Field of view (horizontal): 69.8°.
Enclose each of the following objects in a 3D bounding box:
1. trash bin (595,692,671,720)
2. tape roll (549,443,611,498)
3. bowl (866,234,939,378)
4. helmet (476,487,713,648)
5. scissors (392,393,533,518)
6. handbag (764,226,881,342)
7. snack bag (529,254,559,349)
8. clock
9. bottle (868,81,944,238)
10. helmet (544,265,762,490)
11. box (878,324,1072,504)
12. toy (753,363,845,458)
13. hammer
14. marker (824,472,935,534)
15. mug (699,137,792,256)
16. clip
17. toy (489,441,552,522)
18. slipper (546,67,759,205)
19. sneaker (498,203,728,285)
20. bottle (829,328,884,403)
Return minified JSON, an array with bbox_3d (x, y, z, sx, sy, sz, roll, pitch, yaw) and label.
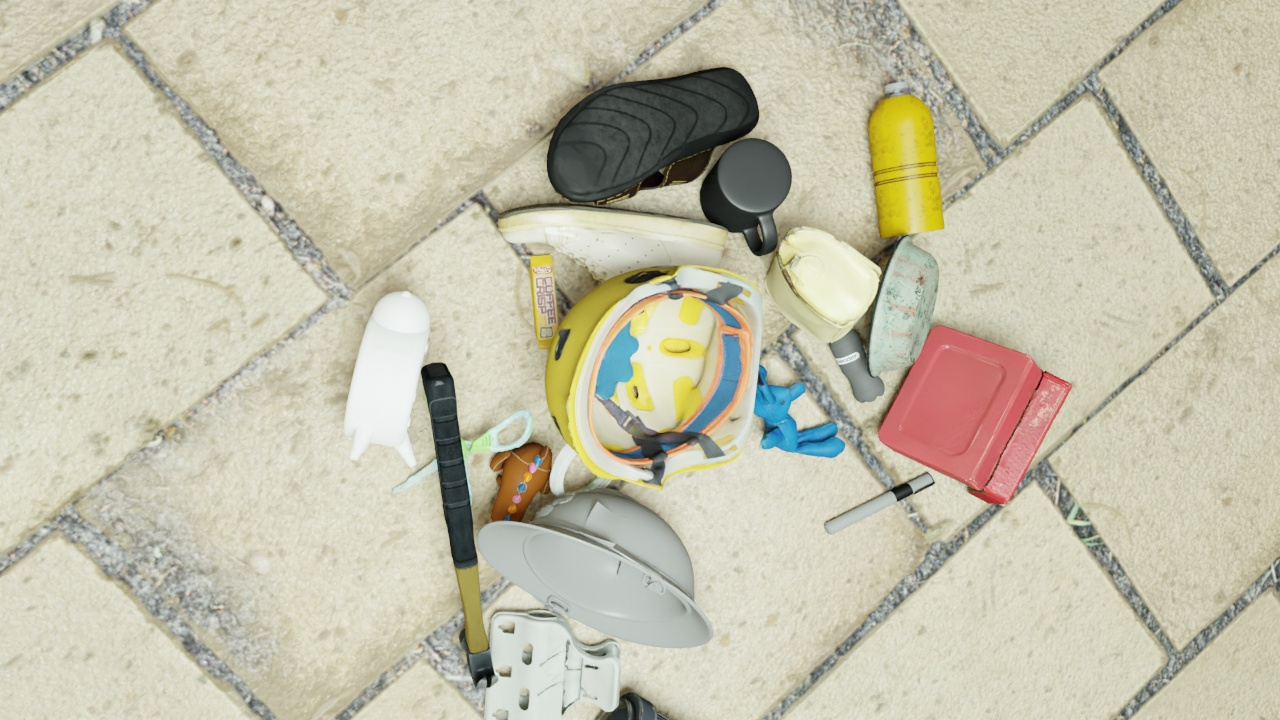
[{"bbox_3d":[0.049,0.466,0.963,0.227,0.164,0.164,34,86,-9],"label":"trash bin"},{"bbox_3d":[-0.054,0.109,0.958,0.092,0.013,0.093,-29,138,-30],"label":"tape roll"},{"bbox_3d":[0.286,-0.053,0.984,0.039,0.157,0.157,15,90,25],"label":"bowl"},{"bbox_3d":[-0.030,0.189,0.939,0.271,0.184,0.117,38,50,-24],"label":"helmet"},{"bbox_3d":[-0.181,0.091,0.933,0.174,0.022,0.171,-13,85,9],"label":"scissors"},{"bbox_3d":[0.188,-0.080,0.962,0.111,0.119,0.081,39,87,9],"label":"handbag"},{"bbox_3d":[-0.100,-0.061,0.964,0.026,0.020,0.099,-5,95,-13],"label":"snack bag"},{"bbox_3d":[-0.235,0.017,0.886,0.073,0.125,0.161,13,85,-13],"label":"clock"},{"bbox_3d":[0.292,-0.222,1.016,0.071,0.071,0.164,-9,95,-12],"label":"bottle"},{"bbox_3d":[-0.005,0.005,0.876,0.239,0.140,0.209,-9,110,-36],"label":"helmet"},{"bbox_3d":[0.371,0.060,1.036,0.168,0.154,0.157,29,87,9],"label":"box"},{"bbox_3d":[0.151,0.053,1.000,0.071,0.112,0.176,-40,124,15],"label":"toy"},{"bbox_3d":[-0.170,0.166,0.870,0.025,0.118,0.333,-11,111,-18],"label":"hammer"},{"bbox_3d":[0.277,0.166,1.063,0.140,0.016,0.016,-24,98,-10],"label":"marker"},{"bbox_3d":[0.115,-0.165,0.961,0.078,0.088,0.113,-18,88,-9],"label":"mug"},{"bbox_3d":[-0.091,0.331,0.975,0.142,0.072,0.124,4,95,-5],"label":"clip"},{"bbox_3d":[-0.119,0.126,0.929,0.070,0.103,0.090,27,66,-12],"label":"toy"},{"bbox_3d":[0.011,-0.231,0.948,0.267,0.076,0.113,-29,93,-28],"label":"slipper"},{"bbox_3d":[-0.029,-0.106,0.950,0.241,0.089,0.102,4,102,-16],"label":"sneaker"},{"bbox_3d":[0.238,-0.005,1.033,0.036,0.036,0.110,-30,99,-9],"label":"bottle"}]
